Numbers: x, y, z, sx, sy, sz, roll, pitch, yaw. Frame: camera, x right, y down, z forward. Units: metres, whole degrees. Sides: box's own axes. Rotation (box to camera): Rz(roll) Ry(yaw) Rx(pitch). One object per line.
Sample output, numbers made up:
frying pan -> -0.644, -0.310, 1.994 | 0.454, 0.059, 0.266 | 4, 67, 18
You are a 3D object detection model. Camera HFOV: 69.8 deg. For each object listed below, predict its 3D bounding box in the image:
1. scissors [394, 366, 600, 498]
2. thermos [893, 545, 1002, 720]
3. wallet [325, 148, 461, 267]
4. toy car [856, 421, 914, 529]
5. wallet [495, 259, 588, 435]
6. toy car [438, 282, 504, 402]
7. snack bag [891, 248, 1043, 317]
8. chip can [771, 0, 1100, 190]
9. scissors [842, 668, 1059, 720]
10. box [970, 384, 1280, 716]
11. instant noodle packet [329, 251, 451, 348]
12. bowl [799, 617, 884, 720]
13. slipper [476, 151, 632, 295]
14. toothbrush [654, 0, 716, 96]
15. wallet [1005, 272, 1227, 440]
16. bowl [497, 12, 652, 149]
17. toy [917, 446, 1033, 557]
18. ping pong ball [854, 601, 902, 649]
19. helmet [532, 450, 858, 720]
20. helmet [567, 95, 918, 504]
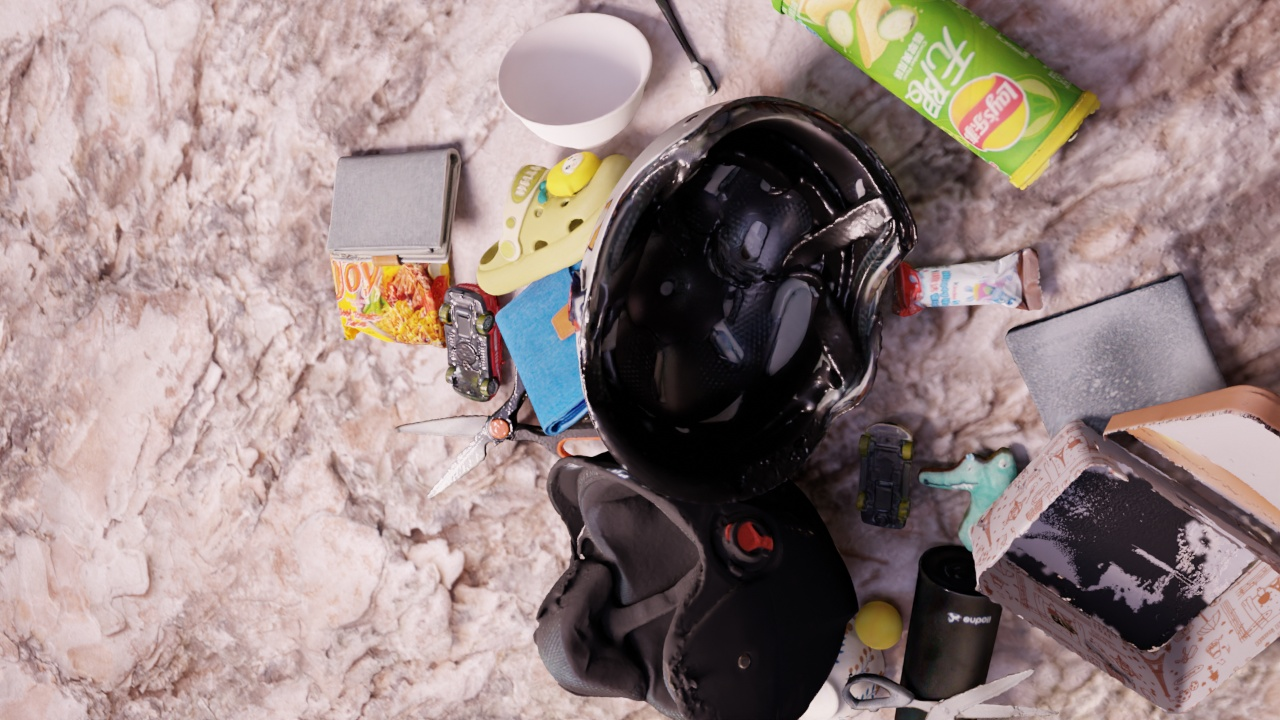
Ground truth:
scissors -> -0.110, 0.048, 0.846 | 0.221, 0.021, 0.225 | 16, 103, 1
thermos -> 0.264, 0.274, 0.775 | 0.090, 0.068, 0.243 | -3, 115, -7
wallet -> -0.225, -0.138, 0.841 | 0.130, 0.037, 0.106 | 2, 84, 25
toy car -> 0.198, 0.091, 0.741 | 0.042, 0.035, 0.090 | 6, 112, 22
wallet -> -0.064, -0.018, 0.776 | 0.106, 0.040, 0.133 | -38, 57, 17
toy car -> -0.154, -0.017, 0.863 | 0.053, 0.045, 0.121 | 18, 123, 21
snack bag -> 0.235, -0.055, 0.668 | 0.105, 0.026, 0.045 | -3, 98, 26
chip can -> 0.186, -0.206, 0.603 | 0.221, 0.072, 0.073 | 40, 122, 7
scissors -> 0.240, 0.282, 0.732 | 0.163, 0.014, 0.166 | 19, 118, 30
box -> 0.363, 0.114, 0.601 | 0.179, 0.129, 0.273 | 34, 141, 1
instant noodle packet -> -0.242, -0.067, 0.887 | 0.128, 0.044, 0.111 | 6, 109, 24
bowl -> 0.158, 0.283, 0.825 | 0.113, 0.062, 0.113 | 9, 114, 21
slipper -> -0.079, -0.118, 0.752 | 0.191, 0.091, 0.081 | -24, 119, 36
toothbrush -> 0.009, -0.281, 0.693 | 0.016, 0.018, 0.181 | -25, 97, 35
wallet -> 0.335, 0.003, 0.650 | 0.121, 0.019, 0.097 | -22, 98, 33
bowl -> -0.045, -0.204, 0.713 | 0.118, 0.118, 0.065 | 18, 155, 19
toy -> 0.268, 0.110, 0.719 | 0.097, 0.030, 0.092 | 0, 106, 26
ping pong ball -> 0.205, 0.228, 0.790 | 0.040, 0.040, 0.040 | 10, 114, 22
helmet -> 0.044, 0.174, 0.740 | 0.234, 0.229, 0.274 | -19, 98, 56
helmet -> 0.052, -0.051, 0.664 | 0.230, 0.157, 0.274 | 14, 101, -22
